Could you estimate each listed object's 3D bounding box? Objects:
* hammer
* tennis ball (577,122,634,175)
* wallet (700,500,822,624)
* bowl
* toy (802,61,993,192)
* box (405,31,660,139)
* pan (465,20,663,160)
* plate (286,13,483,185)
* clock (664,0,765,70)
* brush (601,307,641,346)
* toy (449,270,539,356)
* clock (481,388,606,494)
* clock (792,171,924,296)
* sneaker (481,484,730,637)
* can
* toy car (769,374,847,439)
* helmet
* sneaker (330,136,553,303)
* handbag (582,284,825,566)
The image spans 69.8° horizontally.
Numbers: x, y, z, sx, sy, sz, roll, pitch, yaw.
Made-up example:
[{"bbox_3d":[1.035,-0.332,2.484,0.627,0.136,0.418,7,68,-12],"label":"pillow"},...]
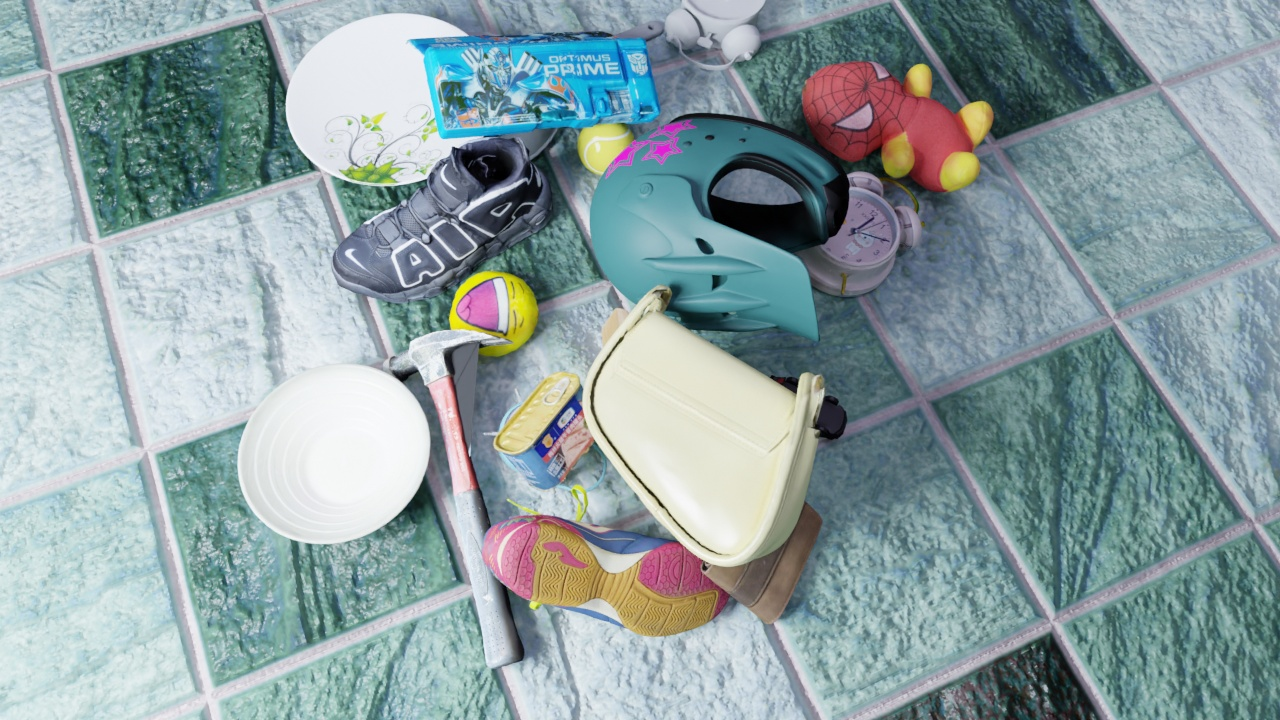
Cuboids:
[{"bbox_3d":[-0.157,0.123,0.872,0.141,0.036,0.326,-23,73,22],"label":"hammer"},{"bbox_3d":[-0.039,-0.241,1.034,0.065,0.065,0.065,1,67,-3],"label":"tennis ball"},{"bbox_3d":[0.117,0.173,0.865,0.098,0.027,0.120,42,66,-25],"label":"wallet"},{"bbox_3d":[-0.287,0.094,0.882,0.176,0.058,0.176,1,67,-3],"label":"bowl"},{"bbox_3d":[0.285,-0.269,1.049,0.216,0.099,0.147,22,57,5],"label":"toy"},{"bbox_3d":[-0.112,-0.320,0.982,0.243,0.070,0.170,-11,60,-23],"label":"box"},{"bbox_3d":[-0.125,-0.342,1.087,0.356,0.051,0.200,-29,72,-12],"label":"pan"},{"bbox_3d":[-0.271,-0.284,1.016,0.229,0.030,0.229,0,68,-1],"label":"plate"},{"bbox_3d":[0.095,-0.422,1.121,0.120,0.061,0.159,14,66,2],"label":"clock"},{"bbox_3d":[-0.006,0.006,0.943,0.039,0.049,0.117,-11,67,-28],"label":"brush"},{"bbox_3d":[-0.153,-0.049,0.960,0.094,0.041,0.095,-5,70,-2],"label":"toy"},{"bbox_3d":[-0.090,0.086,0.912,0.123,0.042,0.087,33,69,4],"label":"clock"},{"bbox_3d":[0.242,-0.145,1.014,0.157,0.059,0.117,-37,74,-17],"label":"clock"},{"bbox_3d":[-0.027,0.183,0.839,0.241,0.091,0.116,18,80,-27],"label":"sneaker"},{"bbox_3d":[-0.081,0.066,0.853,0.054,0.059,0.099,9,52,47],"label":"can"},{"bbox_3d":[0.167,0.051,0.941,0.091,0.036,0.042,26,66,-3],"label":"toy car"},{"bbox_3d":[0.074,-0.124,0.912,0.275,0.176,0.199,17,61,28],"label":"helmet"},{"bbox_3d":[-0.205,-0.154,0.942,0.252,0.151,0.097,-29,73,-14],"label":"sneaker"},{"bbox_3d":[0.052,0.059,0.812,0.233,0.088,0.191,34,95,27],"label":"handbag"}]
